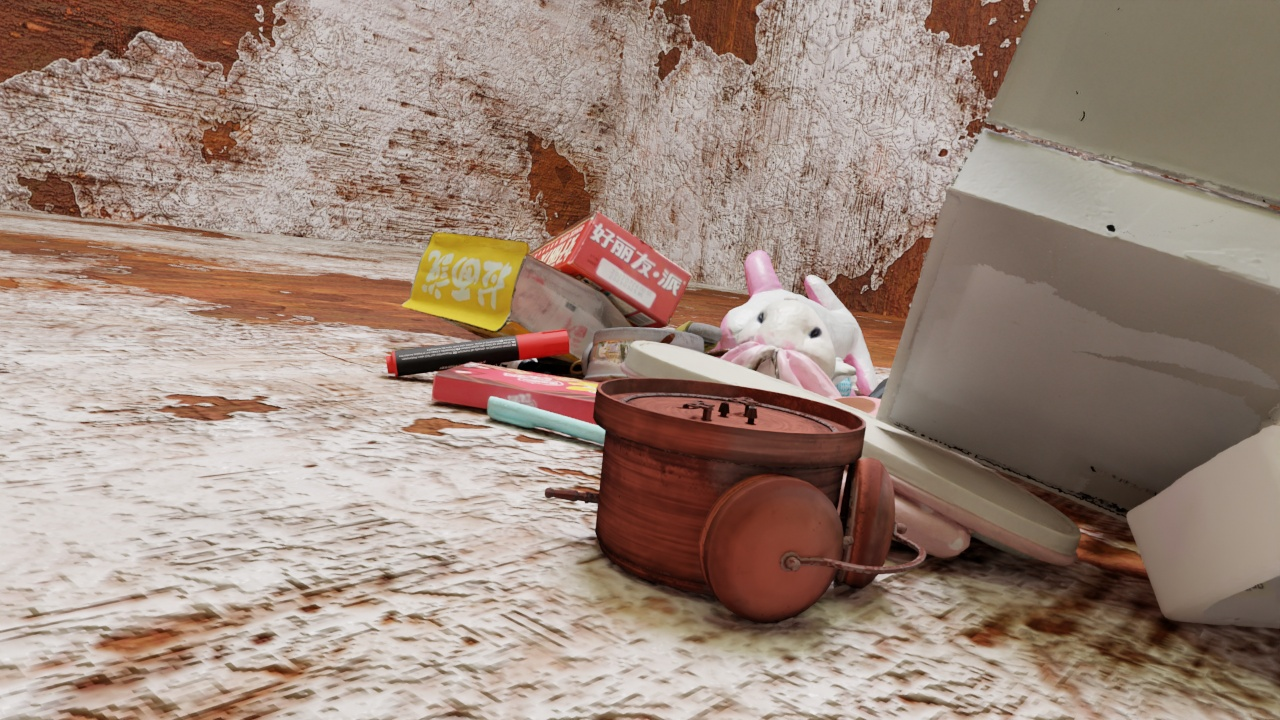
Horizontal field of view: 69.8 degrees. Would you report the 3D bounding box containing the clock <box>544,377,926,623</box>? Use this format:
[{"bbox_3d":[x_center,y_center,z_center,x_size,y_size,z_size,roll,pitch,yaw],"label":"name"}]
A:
[{"bbox_3d":[0.046,0.056,0.395,0.158,0.072,0.120,14,10,40],"label":"clock"}]

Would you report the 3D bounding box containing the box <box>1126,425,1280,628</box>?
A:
[{"bbox_3d":[0.293,0.103,0.365,0.108,0.136,0.124,5,-33,-14],"label":"box"}]

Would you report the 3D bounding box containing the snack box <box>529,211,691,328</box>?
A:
[{"bbox_3d":[-0.055,-0.073,0.933,0.113,0.060,0.237,31,-17,-19],"label":"snack box"}]

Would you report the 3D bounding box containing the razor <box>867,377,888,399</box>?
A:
[{"bbox_3d":[0.212,0.042,0.665,0.053,0.063,0.141,6,-4,-22],"label":"razor"}]

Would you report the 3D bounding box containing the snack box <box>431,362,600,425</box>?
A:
[{"bbox_3d":[-0.077,0.025,0.680,0.133,0.021,0.089,9,7,5],"label":"snack box"}]

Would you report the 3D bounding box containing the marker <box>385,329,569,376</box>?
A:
[{"bbox_3d":[-0.130,-0.006,0.741,0.145,0.021,0.023,-8,-11,-14],"label":"marker"}]

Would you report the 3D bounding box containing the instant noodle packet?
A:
[{"bbox_3d":[-0.090,-0.034,0.882,0.163,0.084,0.221,11,-13,46],"label":"instant noodle packet"}]

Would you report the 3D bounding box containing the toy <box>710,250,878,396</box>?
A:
[{"bbox_3d":[0.140,-0.013,0.938,0.128,0.186,0.265,-37,-20,34],"label":"toy"}]

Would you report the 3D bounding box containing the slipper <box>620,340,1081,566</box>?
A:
[{"bbox_3d":[0.102,0.055,0.516,0.275,0.054,0.114,24,11,31],"label":"slipper"}]

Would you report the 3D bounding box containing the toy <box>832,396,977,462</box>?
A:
[{"bbox_3d":[0.163,0.054,0.600,0.110,0.051,0.090,13,14,12],"label":"toy"}]

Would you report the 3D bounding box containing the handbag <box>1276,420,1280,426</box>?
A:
[{"bbox_3d":[0.348,0.028,0.642,0.208,0.103,0.211,23,-5,4],"label":"handbag"}]

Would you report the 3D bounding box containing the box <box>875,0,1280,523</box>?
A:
[{"bbox_3d":[0.250,-0.105,0.430,0.167,0.369,0.150,23,12,19],"label":"box"}]

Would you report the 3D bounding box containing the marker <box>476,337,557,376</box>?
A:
[{"bbox_3d":[-0.110,0.003,0.790,0.025,0.025,0.126,2,10,-37],"label":"marker"}]

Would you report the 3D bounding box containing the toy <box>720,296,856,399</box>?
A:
[{"bbox_3d":[0.133,0.001,0.746,0.131,0.106,0.205,8,7,31],"label":"toy"}]

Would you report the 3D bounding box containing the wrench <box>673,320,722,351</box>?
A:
[{"bbox_3d":[0.033,-0.015,0.897,0.083,0.018,0.273,14,-6,-7],"label":"wrench"}]

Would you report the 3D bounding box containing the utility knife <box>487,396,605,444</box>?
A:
[{"bbox_3d":[-0.048,0.045,0.601,0.129,0.015,0.022,13,-22,25],"label":"utility knife"}]

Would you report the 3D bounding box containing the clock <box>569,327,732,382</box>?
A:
[{"bbox_3d":[-0.005,0.005,0.768,0.148,0.056,0.103,-2,-9,43],"label":"clock"}]
